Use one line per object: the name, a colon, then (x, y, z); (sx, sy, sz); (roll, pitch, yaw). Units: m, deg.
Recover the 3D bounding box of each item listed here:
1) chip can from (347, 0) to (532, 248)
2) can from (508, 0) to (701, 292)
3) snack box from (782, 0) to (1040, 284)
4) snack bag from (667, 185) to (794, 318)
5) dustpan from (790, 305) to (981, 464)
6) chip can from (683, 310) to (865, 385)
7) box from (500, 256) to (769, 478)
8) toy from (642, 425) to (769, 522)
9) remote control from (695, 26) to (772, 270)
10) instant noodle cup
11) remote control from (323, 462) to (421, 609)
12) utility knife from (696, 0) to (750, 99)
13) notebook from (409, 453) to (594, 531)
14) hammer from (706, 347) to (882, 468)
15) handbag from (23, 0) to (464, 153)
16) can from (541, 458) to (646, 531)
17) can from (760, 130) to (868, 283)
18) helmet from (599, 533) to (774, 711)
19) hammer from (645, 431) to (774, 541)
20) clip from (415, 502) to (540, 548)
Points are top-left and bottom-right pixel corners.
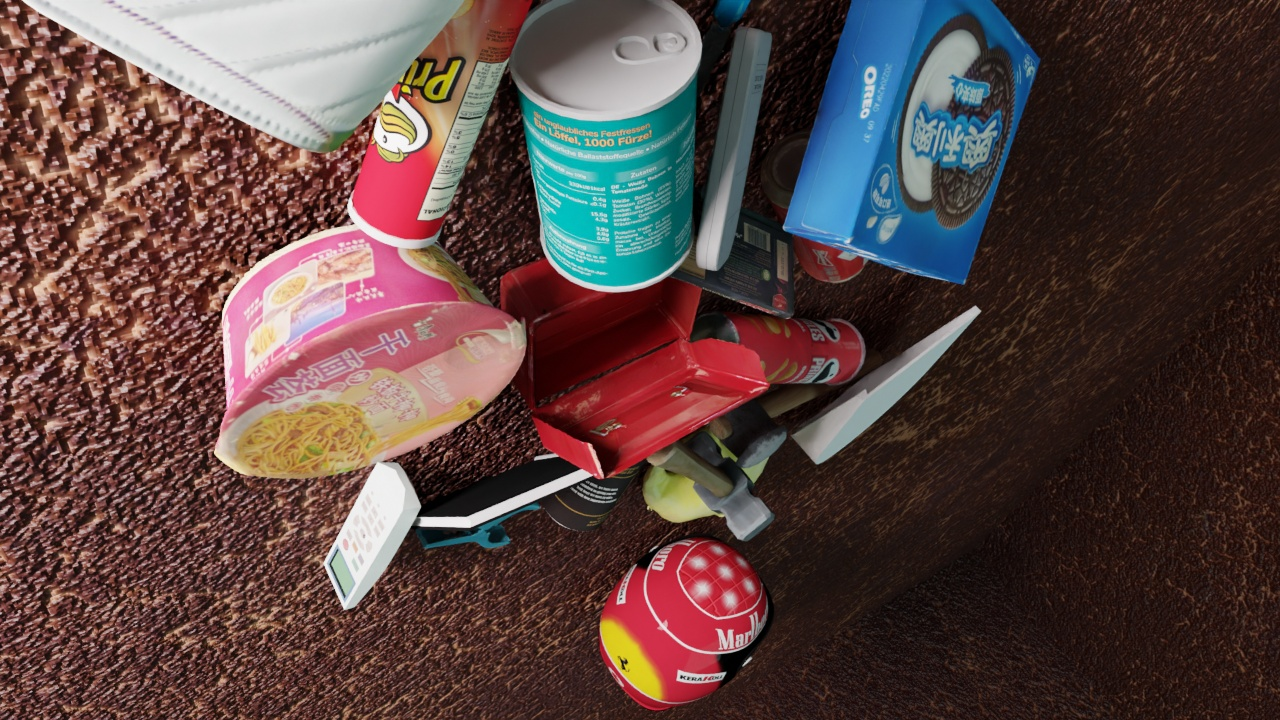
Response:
chip can: (-0.090, -0.154, 0.449); (0.051, 0.052, 0.215); (-8, 141, -43)
can: (-0.017, -0.122, 0.529); (0.099, 0.099, 0.144); (-29, 152, -15)
snack box: (0.210, -0.168, 0.686); (0.238, 0.056, 0.195); (4, 104, -53)
snack bag: (0.057, -0.084, 0.662); (0.155, 0.074, 0.018); (16, 157, -35)
dustpan: (0.272, 0.033, 1.107); (0.191, 0.053, 0.258); (-33, 162, -22)
chip can: (0.136, -0.011, 0.912); (0.232, 0.073, 0.073); (1, 134, -49)
box: (-0.020, -0.022, 0.696); (0.157, 0.156, 0.147); (-27, -167, -23)
toy: (0.082, 0.131, 1.075); (0.170, 0.064, 0.155); (-34, 134, -1)
remote control: (0.058, -0.135, 0.592); (0.074, 0.019, 0.151); (-51, 152, -67)
instant noodle cup: (-0.164, -0.009, 0.540); (0.178, 0.077, 0.179); (-24, 159, -10)
remote control: (-0.220, 0.143, 0.759); (0.024, 0.049, 0.144); (-4, 138, -46)
utility knife: (0.063, -0.234, 0.540); (0.031, 0.015, 0.226); (-10, 139, -38)
notebook: (-0.106, 0.105, 0.751); (0.148, 0.016, 0.207); (-20, -179, -30)
hammer: (0.186, 0.033, 1.035); (0.327, 0.098, 0.052); (-17, 149, -45)
handbag: (-0.107, -0.186, 0.322); (0.199, 0.096, 0.142); (-43, 143, 16)
can: (-0.042, 0.101, 0.877); (0.071, 0.072, 0.129); (-8, 141, -44)
can: (0.149, -0.121, 0.759); (0.067, 0.067, 0.170); (-39, 152, 5)
helmet: (0.070, 0.347, 1.255); (0.270, 0.197, 0.225); (-18, 148, -47)
hammer: (0.054, 0.102, 0.857); (0.051, 0.117, 0.323); (-40, 159, 3)
clip: (-0.163, 0.168, 0.894); (0.130, 0.031, 0.121); (-14, 149, -37)
